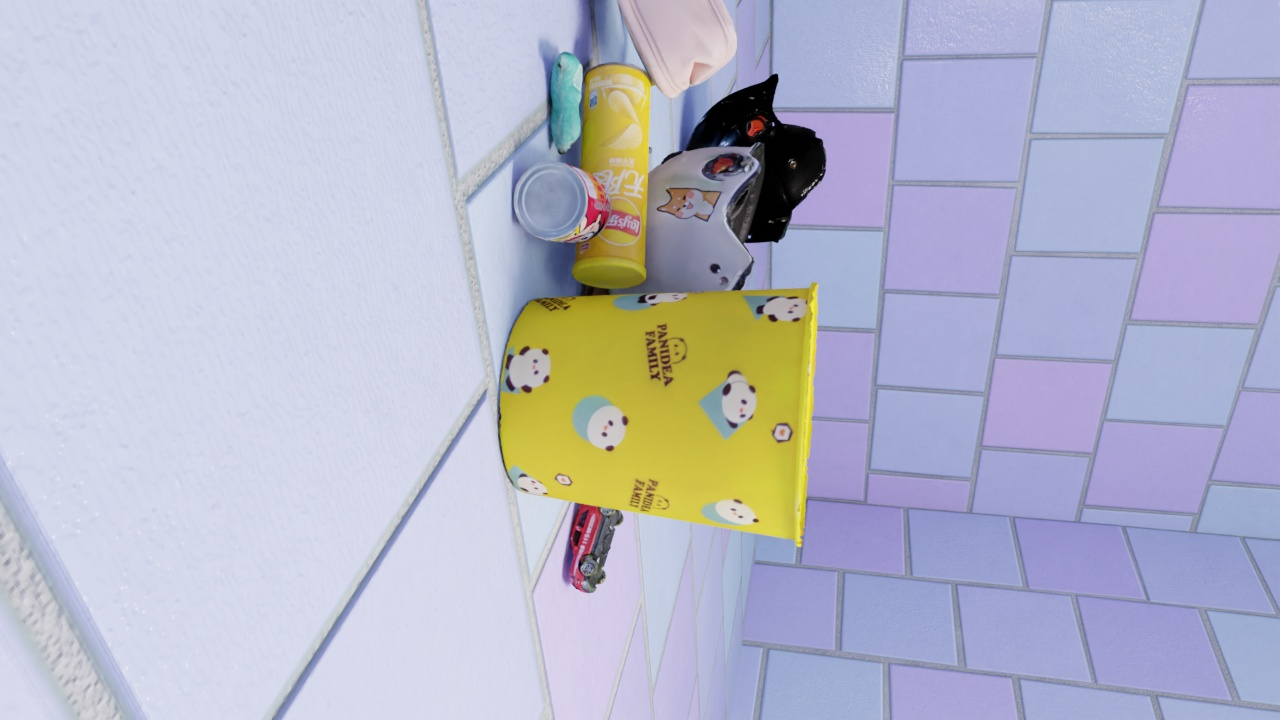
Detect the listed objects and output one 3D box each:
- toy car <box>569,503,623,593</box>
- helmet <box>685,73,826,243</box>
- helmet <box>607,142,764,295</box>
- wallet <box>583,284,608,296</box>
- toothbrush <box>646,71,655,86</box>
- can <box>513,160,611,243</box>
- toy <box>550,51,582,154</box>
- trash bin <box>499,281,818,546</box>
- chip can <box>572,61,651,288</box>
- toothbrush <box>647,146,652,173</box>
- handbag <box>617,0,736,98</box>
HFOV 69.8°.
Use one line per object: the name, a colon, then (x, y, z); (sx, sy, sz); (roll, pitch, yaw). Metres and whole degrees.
toy car: (-0.052, 0.195, 1.010); (0.053, 0.045, 0.120); (66, 36, -60)
helmet: (0.183, -0.328, 1.521); (0.233, 0.230, 0.274); (-36, 119, -85)
helmet: (0.045, -0.121, 1.008); (0.230, 0.157, 0.273); (93, 8, -59)
wallet: (-0.051, -0.027, 1.019); (0.101, 0.020, 0.115); (68, 31, -60)
toothbrush: (-0.004, -0.322, 1.154); (0.189, 0.017, 0.016); (-72, 160, -49)
can: (-0.065, -0.137, 0.807); (0.093, 0.066, 0.066); (-24, 117, -76)
toy: (-0.069, -0.240, 0.860); (0.096, 0.030, 0.092); (-69, 165, -75)
trash bin: (0.025, 0.040, 0.825); (0.229, 0.255, 0.229); (4, 89, -78)
chip can: (-0.026, -0.181, 0.903); (0.072, 0.072, 0.213); (51, 40, -72)
toothbrush: (0.006, -0.170, 1.215); (0.026, 0.026, 0.221); (38, -45, 57)
handbag: (0.015, -0.371, 0.991); (0.234, 0.093, 0.193); (-149, -147, -88)
